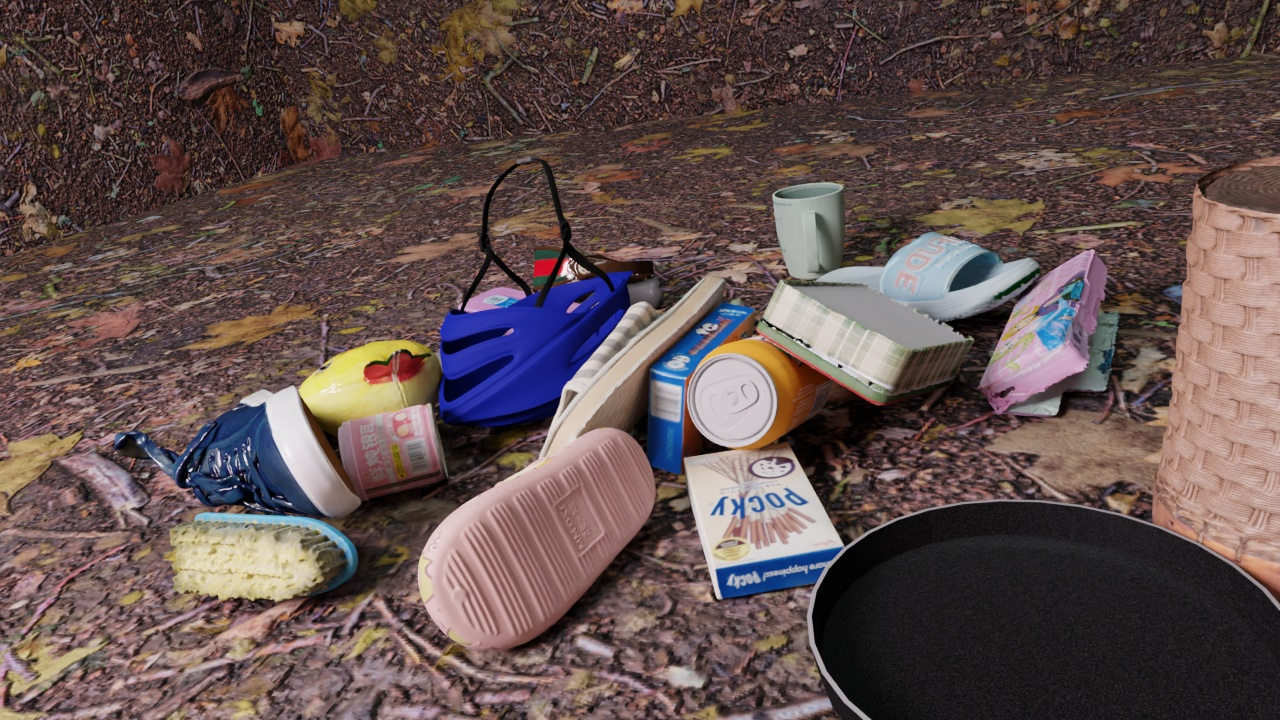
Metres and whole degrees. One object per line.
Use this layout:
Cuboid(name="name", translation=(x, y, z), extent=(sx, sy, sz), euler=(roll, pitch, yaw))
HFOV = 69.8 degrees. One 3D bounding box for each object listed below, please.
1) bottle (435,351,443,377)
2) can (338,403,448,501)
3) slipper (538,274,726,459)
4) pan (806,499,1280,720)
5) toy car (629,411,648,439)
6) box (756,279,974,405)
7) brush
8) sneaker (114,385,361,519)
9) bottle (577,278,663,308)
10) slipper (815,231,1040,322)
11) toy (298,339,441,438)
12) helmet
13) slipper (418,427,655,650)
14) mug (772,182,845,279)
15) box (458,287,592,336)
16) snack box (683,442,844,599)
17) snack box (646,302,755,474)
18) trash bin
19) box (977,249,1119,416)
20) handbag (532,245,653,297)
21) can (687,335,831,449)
Cuboid(name="bottle", translation=(-0.205, -0.001, 1.001), extent=(0.030, 0.030, 0.112), euler=(3, 25, 29))
Cuboid(name="can", translation=(-0.203, 0.075, 0.756), extent=(0.076, 0.067, 0.067), euler=(-13, 22, -11))
Cuboid(name="slipper", translation=(-0.004, 0.004, 0.751), extent=(0.054, 0.115, 0.271), euler=(35, 44, 11))
Cuboid(name="pan", translation=(0.254, 0.147, 0.429), extent=(0.357, 0.034, 0.224), euler=(6, 26, 35))
Cuboid(name="toy car", translation=(-0.008, 0.043, 0.807), extent=(0.038, 0.027, 0.090), euler=(-23, 41, -28))
Cuboid(name="box", translation=(0.182, -0.019, 0.725), extent=(0.118, 0.050, 0.205), euler=(31, 18, 25))
Cuboid(name="brush", translation=(-0.255, 0.136, 0.648), extent=(0.136, 0.055, 0.075), euler=(-1, 1, 20))
Cuboid(name="sneaker", translation=(-0.311, 0.082, 0.710), extent=(0.127, 0.121, 0.295), euler=(-34, 17, -28))
Cuboid(name="bottle", translation=(-0.028, -0.071, 1.094), extent=(0.110, 0.036, 0.036), euler=(-12, 22, -7))
Cuboid(name="slipper", translation=(0.275, -0.087, 0.931), extent=(0.103, 0.074, 0.246), euler=(-29, 20, -33))
Cuboid(name="toy", translation=(-0.257, 0.033, 0.849), extent=(0.133, 0.092, 0.208), euler=(-20, 9, -37))
Cuboid(name="helmet", translation=(-0.108, -0.060, 0.840), extent=(0.148, 0.228, 0.240), euler=(2, 26, 47))
Cuboid(name="slipper", translation=(-0.070, 0.113, 0.600), extent=(0.082, 0.093, 0.196), euler=(-17, 9, 44))
Cuboid(name="mug", translation=(0.205, -0.151, 1.105), extent=(0.084, 0.104, 0.111), euler=(-4, 21, 12))
Cuboid(name="box", translation=(-0.133, -0.047, 1.085), extent=(0.076, 0.036, 0.214), euler=(-30, 29, -34))
Cuboid(name="snack box", translation=(0.079, 0.104, 0.623), extent=(0.082, 0.026, 0.150), euler=(-9, 21, -2))
Cuboid(name="snack box", translation=(0.052, 0.019, 0.759), extent=(0.034, 0.087, 0.150), euler=(15, 29, 23))
Cuboid(name="trash bin", translation=(0.365, 0.009, 0.489), extent=(0.151, 0.210, 0.151), euler=(-8, 22, 3))
Cuboid(name="box", translation=(0.362, -0.014, 0.786), extent=(0.085, 0.077, 0.229), euler=(-40, 0, 38))
Cuboid(name="handbag", translation=(-0.052, -0.107, 1.116), extent=(0.138, 0.063, 0.166), euler=(2, 0, 20))
Cuboid(name="can", translation=(0.093, 0.021, 0.706), extent=(0.079, 0.079, 0.142), euler=(1, 6, 25))
